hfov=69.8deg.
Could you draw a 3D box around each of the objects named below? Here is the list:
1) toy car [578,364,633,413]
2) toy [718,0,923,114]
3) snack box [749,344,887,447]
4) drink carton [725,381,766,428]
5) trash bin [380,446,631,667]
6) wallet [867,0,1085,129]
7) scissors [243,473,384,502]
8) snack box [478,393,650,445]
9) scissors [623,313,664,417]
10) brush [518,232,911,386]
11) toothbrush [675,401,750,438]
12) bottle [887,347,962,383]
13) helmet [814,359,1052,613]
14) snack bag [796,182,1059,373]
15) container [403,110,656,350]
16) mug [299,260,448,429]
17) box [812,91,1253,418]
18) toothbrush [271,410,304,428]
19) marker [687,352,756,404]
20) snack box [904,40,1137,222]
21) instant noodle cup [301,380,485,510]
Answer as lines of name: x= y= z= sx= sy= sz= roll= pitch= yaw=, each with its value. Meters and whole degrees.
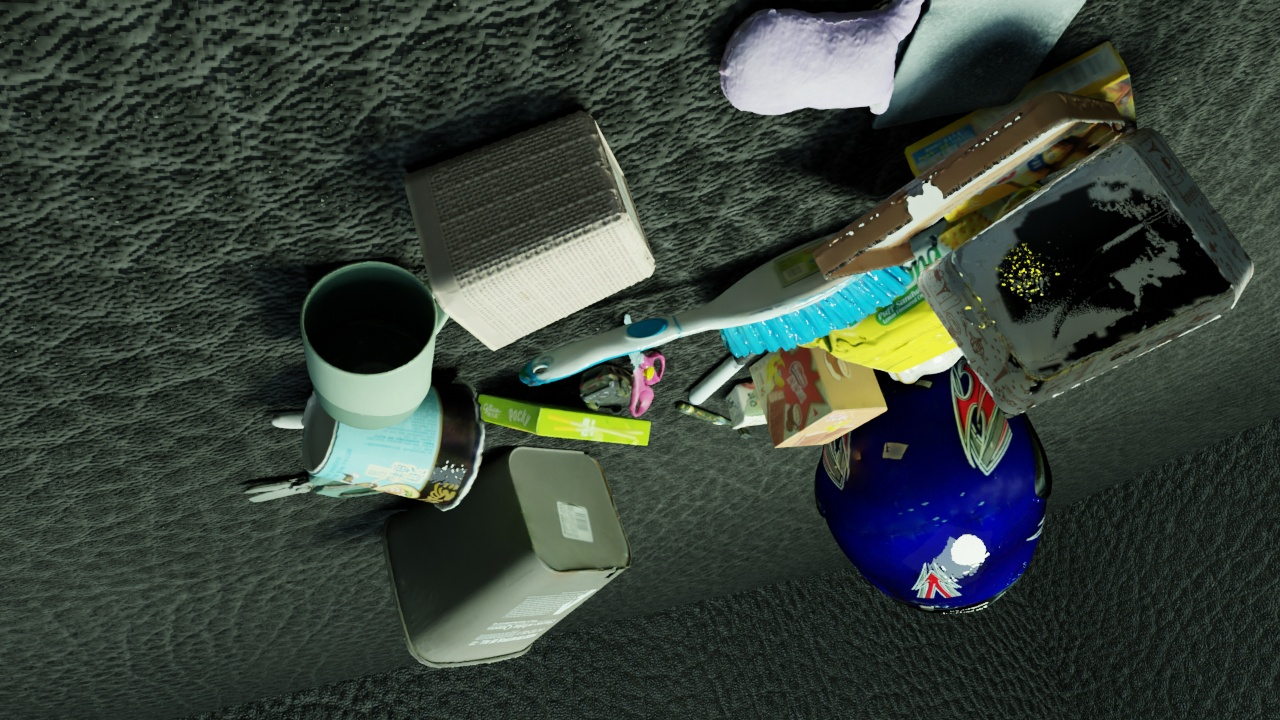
toy car: x=-0.023 y=0.027 z=0.870 sx=0.042 sy=0.035 sz=0.090 roll=-22 pitch=163 yaw=21
toy: x=0.094 y=-0.161 z=0.485 sx=0.108 sy=0.039 sz=0.084 roll=-6 pitch=143 yaw=-11
snack box: x=0.177 y=0.027 z=0.929 sx=0.077 sy=0.092 sz=0.095 roll=0 pitch=154 yaw=-33
drink carton: x=0.160 y=0.041 z=1.015 sx=0.122 sy=0.045 sz=0.054 roll=-10 pitch=163 yaw=-12
trash bin: x=-0.149 y=0.221 z=1.066 sx=0.220 sy=0.198 sz=0.198 roll=-36 pitch=151 yaw=30
wallet: x=0.193 y=-0.181 z=0.534 sx=0.097 sy=0.019 sz=0.121 roll=-11 pitch=160 yaw=-6
scissors: x=-0.310 y=0.126 z=0.941 sx=0.179 sy=0.019 sz=0.161 roll=-17 pitch=159 yaw=-1
snack box: x=-0.071 y=0.057 z=0.872 sx=0.086 sy=0.026 sz=0.156 roll=8 pitch=177 yaw=39
scissors: x=-0.006 y=0.006 z=0.808 sx=0.017 sy=0.072 sz=0.137 roll=18 pitch=164 yaw=21
brush: x=0.061 y=-0.032 z=0.744 sx=0.315 sy=0.060 sz=0.109 roll=-24 pitch=151 yaw=10
toothbrush: x=0.089 y=0.071 z=1.079 sx=0.012 sy=0.017 sz=0.185 roll=-29 pitch=155 yaw=21
bottle: x=0.302 y=-0.019 z=0.940 sx=0.109 sy=0.063 sz=0.063 roll=-24 pitch=157 yaw=22
helmet: x=0.327 y=0.111 z=1.039 sx=0.248 sy=0.240 sz=0.314 roll=-10 pitch=-154 yaw=23
snack bag: x=0.277 y=-0.062 z=0.814 sx=0.247 sy=0.068 sz=0.157 roll=-32 pitch=154 yaw=33
container: x=-0.059 y=-0.075 z=0.526 sx=0.111 sy=0.089 sz=0.090 roll=-21 pitch=158 yaw=7
mug: x=-0.172 y=-0.013 z=0.624 sx=0.111 sy=0.082 sz=0.107 roll=-41 pitch=170 yaw=-27
box: x=0.266 y=-0.055 z=0.604 sx=0.216 sy=0.157 sz=0.181 roll=-12 pitch=163 yaw=-46
toothbrush: x=-0.230 y=0.048 z=0.808 sx=0.179 sy=0.016 sz=0.016 roll=0 pitch=146 yaw=-35
marker: x=0.086 y=0.012 z=0.933 sx=0.022 sy=0.018 sz=0.131 roll=-13 pitch=160 yaw=-33
snack box: x=0.262 y=-0.152 z=0.631 sx=0.141 sy=0.033 sz=0.086 roll=-24 pitch=157 yaw=25
instant noodle cup: x=-0.206 y=0.062 z=0.749 sx=0.120 sy=0.111 sz=0.111 roll=12 pitch=146 yaw=-37
